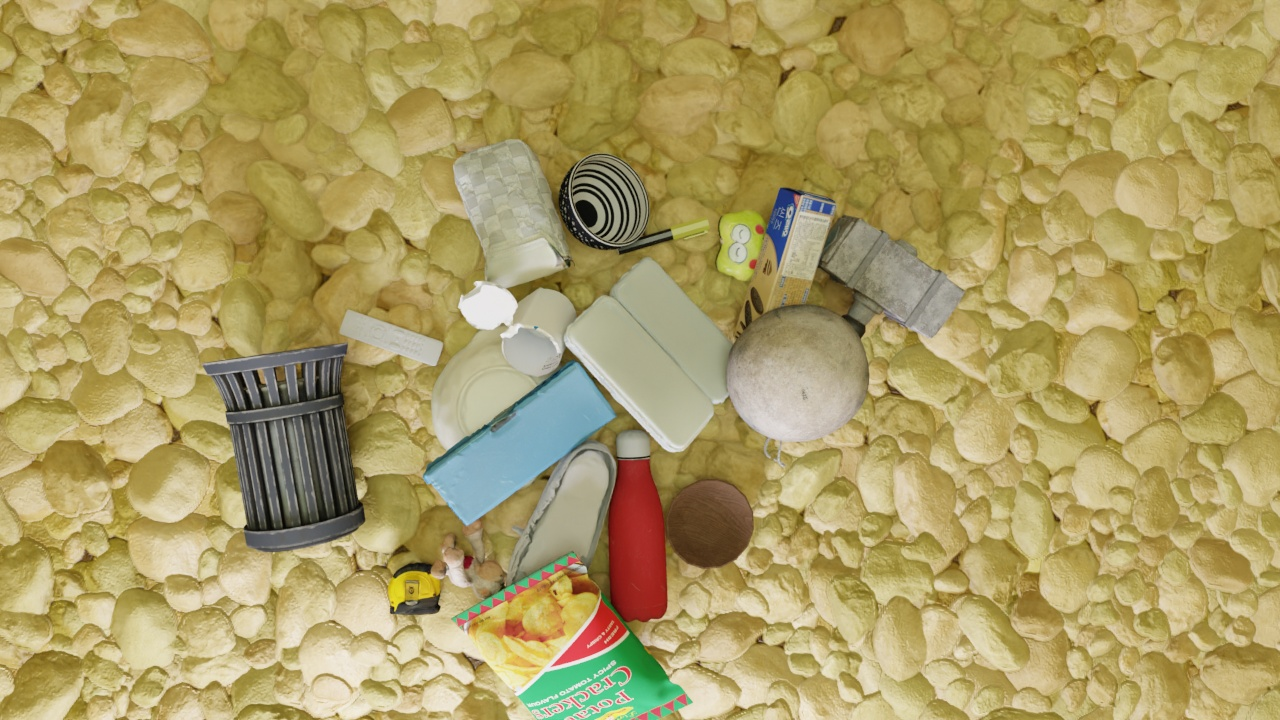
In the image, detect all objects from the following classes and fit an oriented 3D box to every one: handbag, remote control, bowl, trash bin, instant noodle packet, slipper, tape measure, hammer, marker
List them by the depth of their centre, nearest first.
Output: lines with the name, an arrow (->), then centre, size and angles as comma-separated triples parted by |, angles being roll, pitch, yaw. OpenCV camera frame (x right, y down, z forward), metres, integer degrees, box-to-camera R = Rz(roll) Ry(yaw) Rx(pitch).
trash bin -> -0.421, 0.103, 1.109 | 0.164, 0.164, 0.227 | -8, 94, -3
bowl -> 0.195, 0.025, 1.116 | 0.178, 0.081, 0.178 | 1, 105, 2
handbag -> -0.157, -0.182, 1.139 | 0.112, 0.123, 0.171 | -17, 96, 6
instant noodle packet -> -0.086, 0.374, 1.142 | 0.196, 0.090, 0.253 | -32, 103, 19
bowl -> -0.056, -0.194, 1.162 | 0.120, 0.067, 0.120 | 9, 75, -34
slipper -> -0.103, 0.211, 1.165 | 0.112, 0.074, 0.247 | 24, 99, 3
bowl -> -0.175, 0.062, 1.169 | 0.188, 0.060, 0.219 | -4, 91, -3
tape measure -> -0.290, 0.292, 1.175 | 0.065, 0.037, 0.064 | 1, 91, -3
hammer -> 0.248, -0.012, 1.180 | 0.177, 0.079, 0.326 | 32, 99, -11
remote control -> -0.320, -0.029, 1.183 | 0.131, 0.012, 0.033 | 19, 87, -3
bowl -> 0.088, 0.210, 1.194 | 0.118, 0.030, 0.118 | 0, 90, -9
marker -> 0.029, -0.160, 1.198 | 0.124, 0.017, 0.021 | -17, 91, -1

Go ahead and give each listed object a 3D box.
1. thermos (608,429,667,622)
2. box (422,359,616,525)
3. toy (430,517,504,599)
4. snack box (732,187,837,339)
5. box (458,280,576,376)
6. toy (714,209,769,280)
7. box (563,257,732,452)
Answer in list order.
thermos -> -0.006, 0.208, 1.172 | 0.073, 0.073, 0.240 | -2, 90, -3
box -> -0.147, 0.098, 1.125 | 0.231, 0.052, 0.093 | -37, 109, -2
toy -> -0.212, 0.266, 1.161 | 0.074, 0.085, 0.106 | -35, 102, 19
snack box -> 0.180, -0.111, 1.156 | 0.056, 0.057, 0.207 | 8, 107, -26
box -> -0.147, -0.061, 1.127 | 0.080, 0.106, 0.150 | -27, 117, 25
toy -> 0.154, -0.148, 1.191 | 0.115, 0.046, 0.092 | 5, 92, -11
box -> 0.026, -0.011, 1.148 | 0.209, 0.037, 0.188 | 48, 60, -3
